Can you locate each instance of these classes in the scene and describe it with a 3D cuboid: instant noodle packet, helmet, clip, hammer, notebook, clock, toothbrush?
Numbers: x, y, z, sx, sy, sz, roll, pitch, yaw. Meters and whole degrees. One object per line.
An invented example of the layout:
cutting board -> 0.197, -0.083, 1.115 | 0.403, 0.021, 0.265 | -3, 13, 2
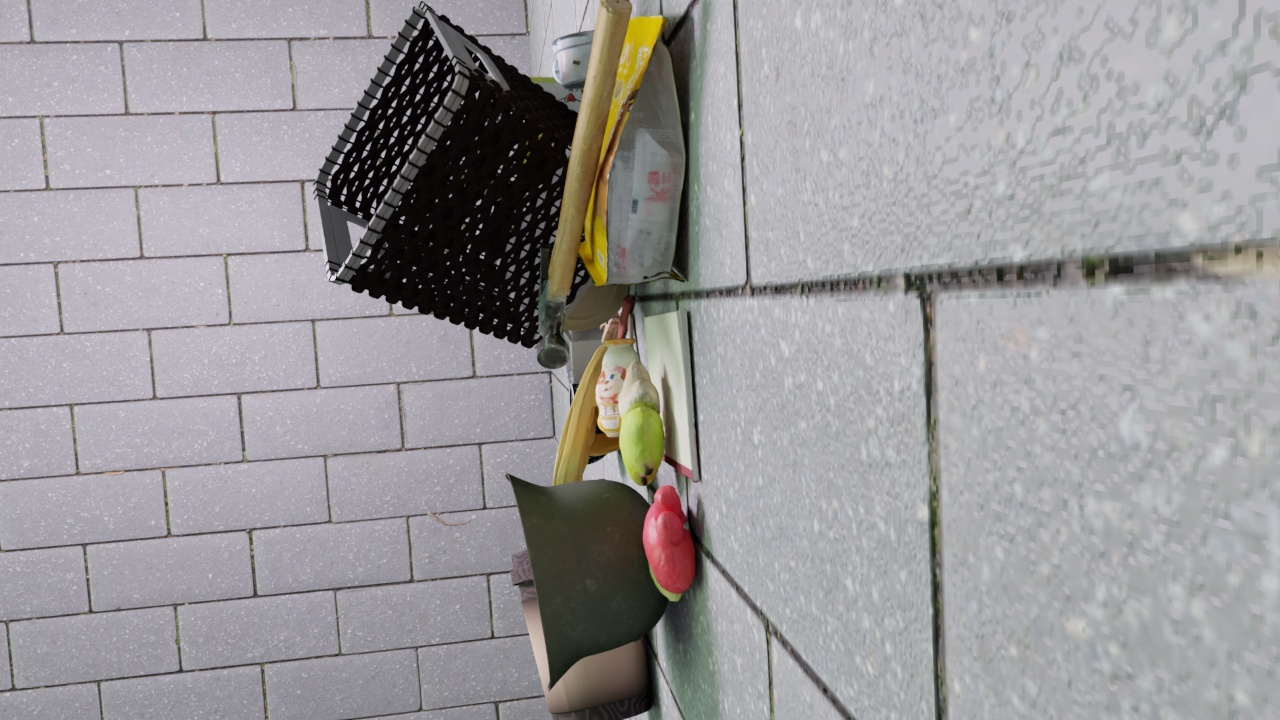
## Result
instant noodle packet -> -0.004, -0.191, 0.822 | 0.163, 0.084, 0.222 | -115, 29, -68
helmet -> -0.047, 0.217, 0.981 | 0.268, 0.153, 0.227 | 124, 134, -73
clip -> -0.040, -0.039, 1.258 | 0.061, 0.025, 0.045 | 117, 149, -66
hammer -> -0.054, -0.153, 0.800 | 0.132, 0.033, 0.331 | -95, 17, -46
notebook -> 0.027, 0.029, 0.894 | 0.209, 0.012, 0.153 | -172, 77, -82
clock -> -0.059, -0.346, 1.058 | 0.117, 0.083, 0.057 | -140, 40, -77
toothbrush -> -0.027, -0.041, 1.197 | 0.190, 0.016, 0.016 | 109, 158, -69

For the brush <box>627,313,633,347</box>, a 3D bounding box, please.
brush -> -0.007, 0.006, 1.105 | 0.050, 0.015, 0.135 | 110, 161, -67

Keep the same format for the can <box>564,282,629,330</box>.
can -> -0.081, -0.109, 1.156 | 0.073, 0.127, 0.128 | -109, 17, -55

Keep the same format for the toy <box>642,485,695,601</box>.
toy -> 0.026, 0.168, 0.844 | 0.135, 0.045, 0.091 | 88, 172, -53

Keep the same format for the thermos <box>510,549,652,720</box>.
thermos -> -0.071, 0.353, 1.205 | 0.173, 0.172, 0.226 | 114, 144, -73

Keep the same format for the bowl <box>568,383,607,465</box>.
bowl -> -0.066, 0.092, 1.347 | 0.120, 0.066, 0.120 | 175, 91, -81

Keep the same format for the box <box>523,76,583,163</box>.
box -> -0.105, -0.306, 1.251 | 0.221, 0.124, 0.079 | 139, 129, -78

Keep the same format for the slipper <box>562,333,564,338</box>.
slipper -> -0.121, -0.129, 1.508 | 0.054, 0.098, 0.269 | -105, 12, -47

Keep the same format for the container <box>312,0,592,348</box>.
container -> -0.177, -0.187, 0.997 | 0.246, 0.243, 0.247 | -52, 38, 18

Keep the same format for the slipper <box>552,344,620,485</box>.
slipper -> -0.045, 0.072, 1.146 | 0.262, 0.078, 0.100 | -71, -11, -52

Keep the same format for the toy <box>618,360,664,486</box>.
toy -> 0.000, 0.060, 0.900 | 0.092, 0.043, 0.117 | 101, 164, -70

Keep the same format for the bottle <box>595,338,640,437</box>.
bottle -> -0.019, 0.030, 1.020 | 0.063, 0.063, 0.109 | 158, 108, -81

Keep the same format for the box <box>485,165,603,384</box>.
box -> -0.121, -0.103, 1.379 | 0.166, 0.108, 0.419 | -107, 1, -56
